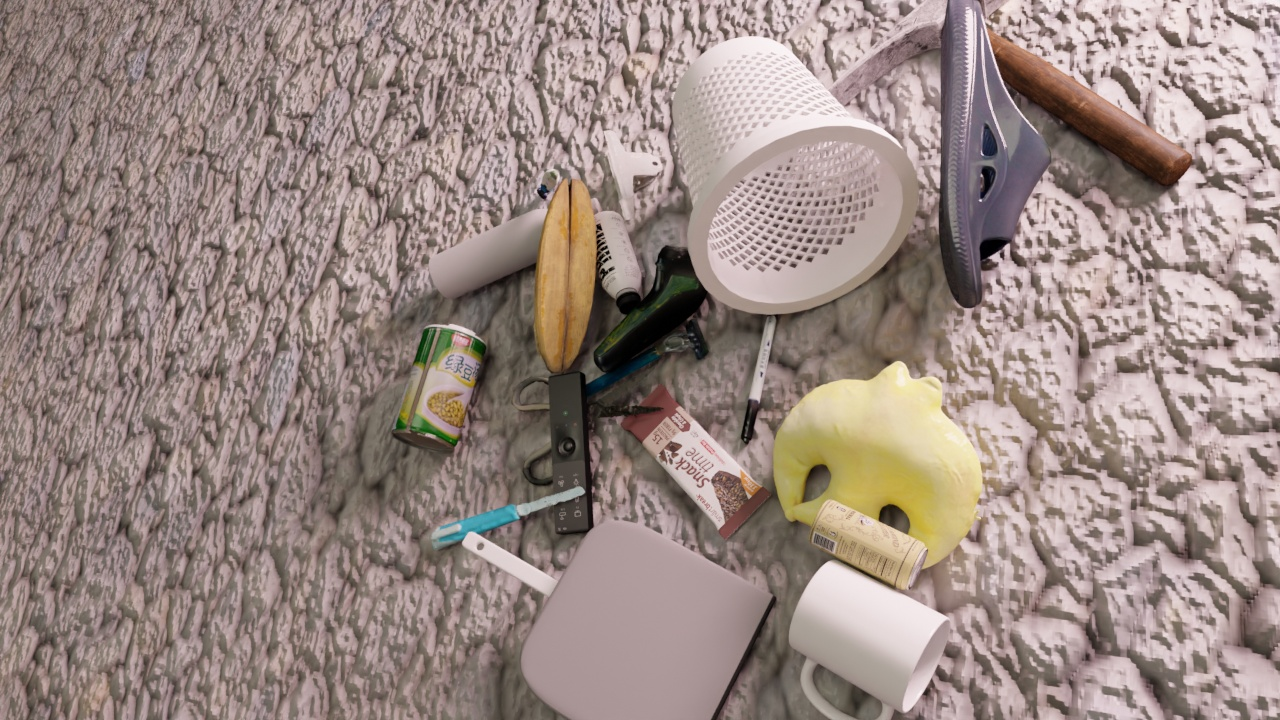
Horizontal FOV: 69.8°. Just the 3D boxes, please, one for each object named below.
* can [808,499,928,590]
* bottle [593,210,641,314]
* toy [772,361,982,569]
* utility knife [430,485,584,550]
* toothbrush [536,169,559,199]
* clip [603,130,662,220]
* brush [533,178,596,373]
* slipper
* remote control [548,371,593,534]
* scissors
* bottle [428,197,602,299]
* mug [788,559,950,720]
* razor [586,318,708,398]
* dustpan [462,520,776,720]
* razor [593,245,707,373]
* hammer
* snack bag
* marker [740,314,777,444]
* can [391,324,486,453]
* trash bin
[{"bbox_3d":[0.170,0.137,0.685,0.079,0.038,0.038,24,78,27],"label":"can"},{"bbox_3d":[-0.024,-0.097,0.927,0.041,0.041,0.116,-26,57,13],"label":"bottle"},{"bbox_3d":[0.188,0.079,0.722,0.170,0.064,0.155,27,97,30],"label":"toy"},{"bbox_3d":[-0.127,0.148,0.860,0.179,0.015,0.022,-20,58,25],"label":"utility knife"},{"bbox_3d":[-0.094,-0.183,0.945,0.017,0.189,0.016,-42,100,-4],"label":"toothbrush"},{"bbox_3d":[-0.011,-0.202,0.983,0.058,0.052,0.102,-41,50,38],"label":"clip"},{"bbox_3d":[-0.077,-0.084,0.917,0.059,0.043,0.195,5,85,-16],"label":"brush"},{"bbox_3d":[0.289,-0.172,0.757,0.083,0.110,0.268,0,80,15],"label":"slipper"},{"bbox_3d":[-0.066,0.085,0.856,0.034,0.013,0.150,-10,74,22],"label":"remote control"},{"bbox_3d":[-0.062,0.052,0.878,0.166,0.012,0.157,32,92,30],"label":"scissors"},{"bbox_3d":[-0.131,-0.126,0.987,0.195,0.052,0.052,-22,58,15],"label":"bottle"},{"bbox_3d":[0.161,0.216,0.671,0.090,0.073,0.110,24,104,33],"label":"mug"},{"bbox_3d":[-0.005,0.005,0.880,0.144,0.022,0.042,-27,56,13],"label":"razor"},{"bbox_3d":[-0.041,0.207,0.758,0.258,0.033,0.163,27,73,14],"label":"dustpan"},{"bbox_3d":[0.009,-0.052,0.869,0.151,0.067,0.054,-43,23,-7],"label":"razor"},{"bbox_3d":[0.327,-0.224,0.821,0.218,0.037,0.300,-40,56,4],"label":"hammer"},{"bbox_3d":[0.045,0.086,0.819,0.057,0.013,0.158,-45,55,2],"label":"snack bag"},{"bbox_3d":[0.110,0.004,0.829,0.011,0.011,0.152,4,68,28],"label":"marker"},{"bbox_3d":[-0.205,0.028,0.939,0.067,0.067,0.120,2,68,27],"label":"can"},{"bbox_3d":[0.116,-0.181,0.825,0.196,0.195,0.199,-27,47,12],"label":"trash bin"}]
